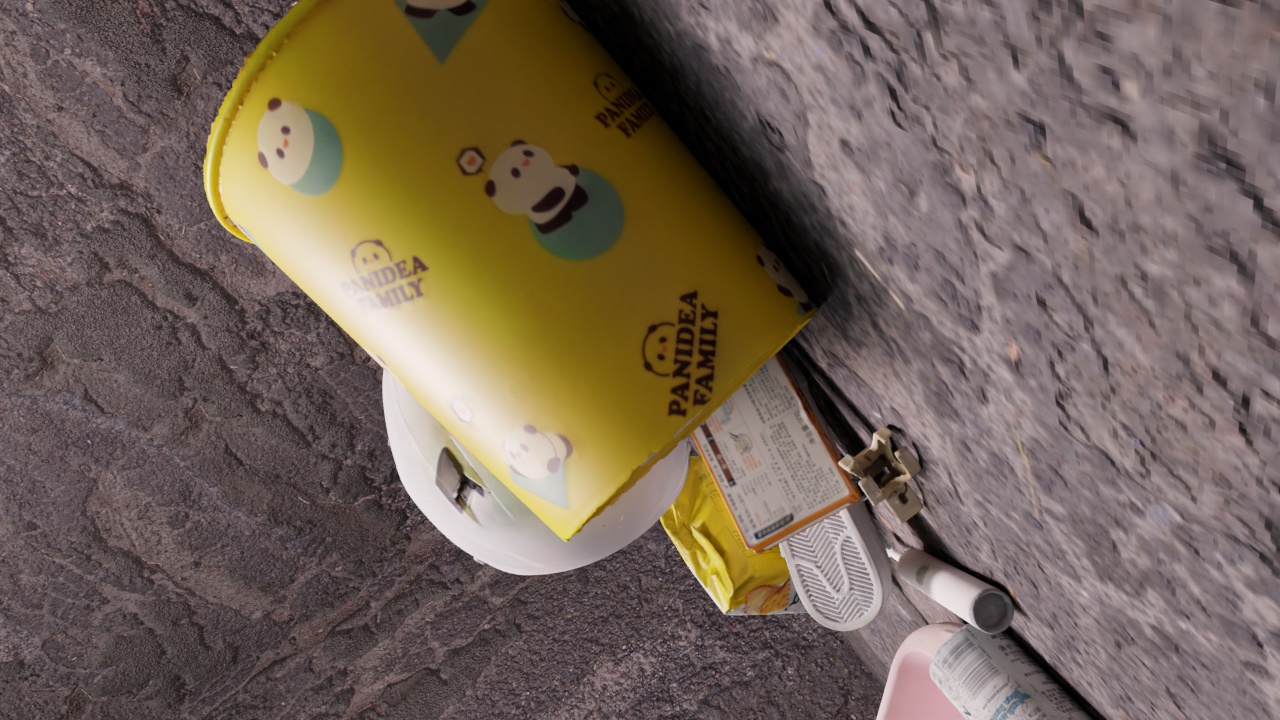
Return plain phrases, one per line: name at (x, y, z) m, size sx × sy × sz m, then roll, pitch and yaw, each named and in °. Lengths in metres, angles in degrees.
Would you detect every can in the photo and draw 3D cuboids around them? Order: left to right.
can at (0.245, 0.228, 0.558) m, size 0.058 × 0.058 × 0.146 m, roll 55°, pitch 177°, yaw -39°

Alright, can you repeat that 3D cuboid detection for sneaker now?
sneaker at (0.111, 0.070, 0.664) m, size 0.242 × 0.090 × 0.090 m, roll 62°, pitch -155°, yaw 9°

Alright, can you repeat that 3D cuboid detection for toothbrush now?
toothbrush at (0.201, 0.148, 0.640) m, size 0.026 × 0.026 × 0.221 m, roll 31°, pitch 178°, yaw -1°

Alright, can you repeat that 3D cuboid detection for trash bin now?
trash bin at (-0.057, -0.057, 0.504) m, size 0.255 × 0.229 × 0.229 m, roll 47°, pitch 177°, yaw 6°

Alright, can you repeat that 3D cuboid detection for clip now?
clip at (0.140, 0.062, 0.545) m, size 0.066 × 0.034 × 0.099 m, roll 51°, pitch -175°, yaw 21°

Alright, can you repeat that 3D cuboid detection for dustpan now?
dustpan at (0.234, 0.340, 0.691) m, size 0.138 × 0.273 × 0.222 m, roll 26°, pitch -172°, yaw -29°

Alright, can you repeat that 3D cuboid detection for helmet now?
helmet at (-0.088, 0.023, 0.663) m, size 0.146 × 0.229 × 0.258 m, roll 66°, pitch -178°, yaw -75°

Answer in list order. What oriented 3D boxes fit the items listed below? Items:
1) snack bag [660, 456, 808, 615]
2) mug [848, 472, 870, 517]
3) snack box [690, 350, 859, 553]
snack bag at (0.123, 0.166, 0.890) m, size 0.246 × 0.068 × 0.158 m, roll 14°, pitch -150°, yaw -45°
mug at (0.130, 0.097, 0.774) m, size 0.125 × 0.084 × 0.103 m, roll 18°, pitch 158°, yaw 35°
snack box at (0.071, 0.039, 0.593) m, size 0.026 × 0.075 × 0.153 m, roll 31°, pitch -150°, yaw -62°
